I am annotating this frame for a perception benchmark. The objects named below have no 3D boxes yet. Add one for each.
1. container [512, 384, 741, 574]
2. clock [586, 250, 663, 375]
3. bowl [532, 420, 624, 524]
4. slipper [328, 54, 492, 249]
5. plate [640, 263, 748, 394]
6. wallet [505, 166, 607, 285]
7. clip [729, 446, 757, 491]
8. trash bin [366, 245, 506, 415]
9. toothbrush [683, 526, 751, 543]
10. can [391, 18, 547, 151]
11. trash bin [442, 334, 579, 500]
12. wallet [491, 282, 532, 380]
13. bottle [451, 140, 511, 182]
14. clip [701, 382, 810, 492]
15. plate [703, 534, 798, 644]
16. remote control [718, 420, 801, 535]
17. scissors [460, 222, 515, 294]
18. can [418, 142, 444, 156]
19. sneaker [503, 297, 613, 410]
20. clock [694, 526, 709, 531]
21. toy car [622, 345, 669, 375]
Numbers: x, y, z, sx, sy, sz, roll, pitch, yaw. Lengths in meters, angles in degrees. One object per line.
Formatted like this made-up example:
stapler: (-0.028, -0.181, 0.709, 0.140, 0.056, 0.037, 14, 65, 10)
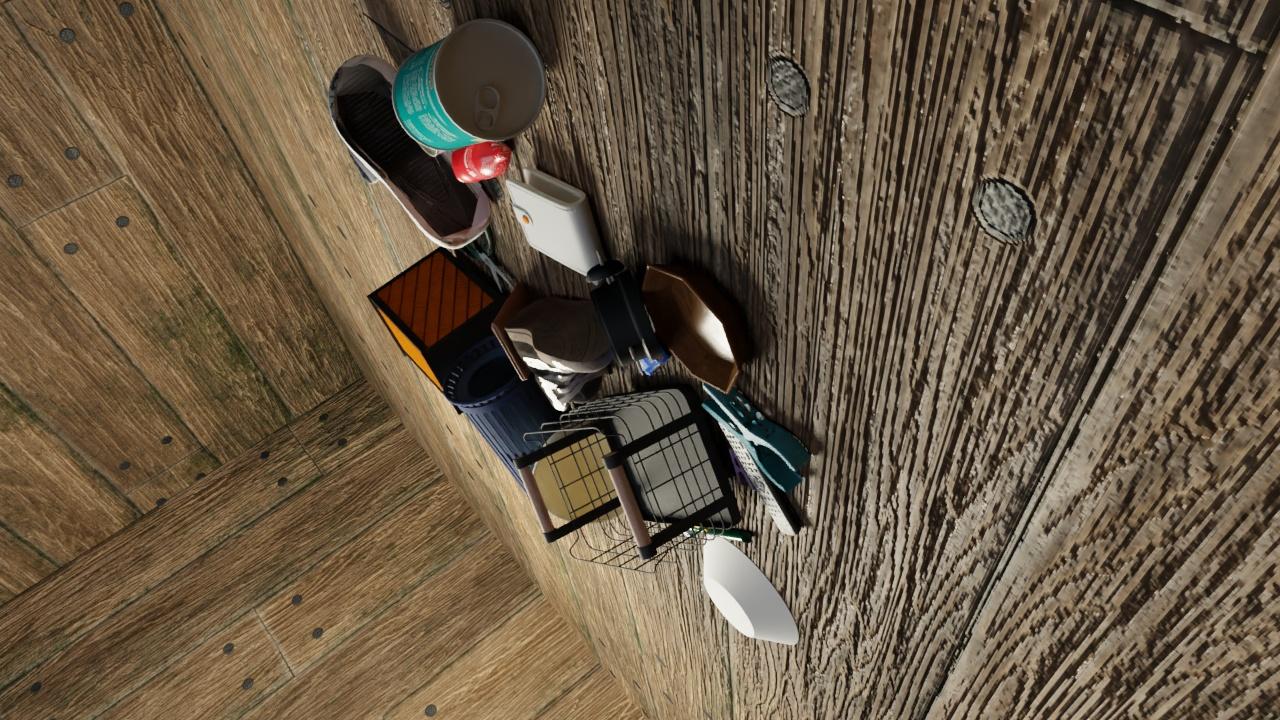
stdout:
container: (-0.021, 0.131, 1.005, 0.242, 0.130, 0.163, -11, 101, 60)
clock: (-0.018, -0.049, 0.879, 0.091, 0.042, 0.120, 62, -173, -75)
bowl: (-0.069, 0.138, 1.227, 0.075, 0.151, 0.151, -99, -13, -60)
slipper: (-0.285, -0.249, 1.121, 0.264, 0.111, 0.063, 50, 167, 1)
plate: (0.051, -0.033, 0.810, 0.131, 0.025, 0.131, 46, 159, 23)
wallet: (-0.081, -0.131, 0.941, 0.118, 0.037, 0.115, 32, 151, 40)
clip: (0.104, 0.110, 0.942, 0.029, 0.013, 0.050, 7, 127, 63)
trash bin: (-0.280, -0.048, 1.361, 0.172, 0.139, 0.140, 39, 159, 37)
toothbrush: (0.092, 0.216, 1.136, 0.017, 0.016, 0.190, 59, 160, -5)
can: (-0.159, -0.246, 0.835, 0.144, 0.099, 0.099, 16, 138, 60)
trash bin: (-0.154, 0.095, 1.299, 0.139, 0.139, 0.250, 29, 155, 51)
wallet: (-0.153, -0.038, 1.177, 0.087, 0.013, 0.120, 63, -159, -23)
bottle: (-0.168, -0.217, 0.989, 0.142, 0.041, 0.042, 12, 134, 62)
clip: (0.108, 0.060, 0.834, 0.130, 0.030, 0.120, 51, 165, 7)
plate: (0.126, 0.303, 1.171, 0.174, 0.036, 0.174, 46, 159, 23)
remote control: (0.119, 0.117, 0.915, 0.136, 0.013, 0.033, 58, 160, -10)
scissors: (-0.227, -0.174, 1.235, 0.201, 0.015, 0.206, 43, 157, 26)
can: (-0.195, -0.255, 0.937, 0.067, 0.076, 0.067, 46, 159, 24)
sneaker: (-0.074, 0.002, 1.059, 0.235, 0.095, 0.120, 10, 135, 60)
clock: (0.048, 0.155, 1.105, 0.099, 0.043, 0.130, 37, 161, 40)
toy car: (-0.005, 0.006, 0.948, 0.033, 0.061, 0.092, 53, 160, 4)
